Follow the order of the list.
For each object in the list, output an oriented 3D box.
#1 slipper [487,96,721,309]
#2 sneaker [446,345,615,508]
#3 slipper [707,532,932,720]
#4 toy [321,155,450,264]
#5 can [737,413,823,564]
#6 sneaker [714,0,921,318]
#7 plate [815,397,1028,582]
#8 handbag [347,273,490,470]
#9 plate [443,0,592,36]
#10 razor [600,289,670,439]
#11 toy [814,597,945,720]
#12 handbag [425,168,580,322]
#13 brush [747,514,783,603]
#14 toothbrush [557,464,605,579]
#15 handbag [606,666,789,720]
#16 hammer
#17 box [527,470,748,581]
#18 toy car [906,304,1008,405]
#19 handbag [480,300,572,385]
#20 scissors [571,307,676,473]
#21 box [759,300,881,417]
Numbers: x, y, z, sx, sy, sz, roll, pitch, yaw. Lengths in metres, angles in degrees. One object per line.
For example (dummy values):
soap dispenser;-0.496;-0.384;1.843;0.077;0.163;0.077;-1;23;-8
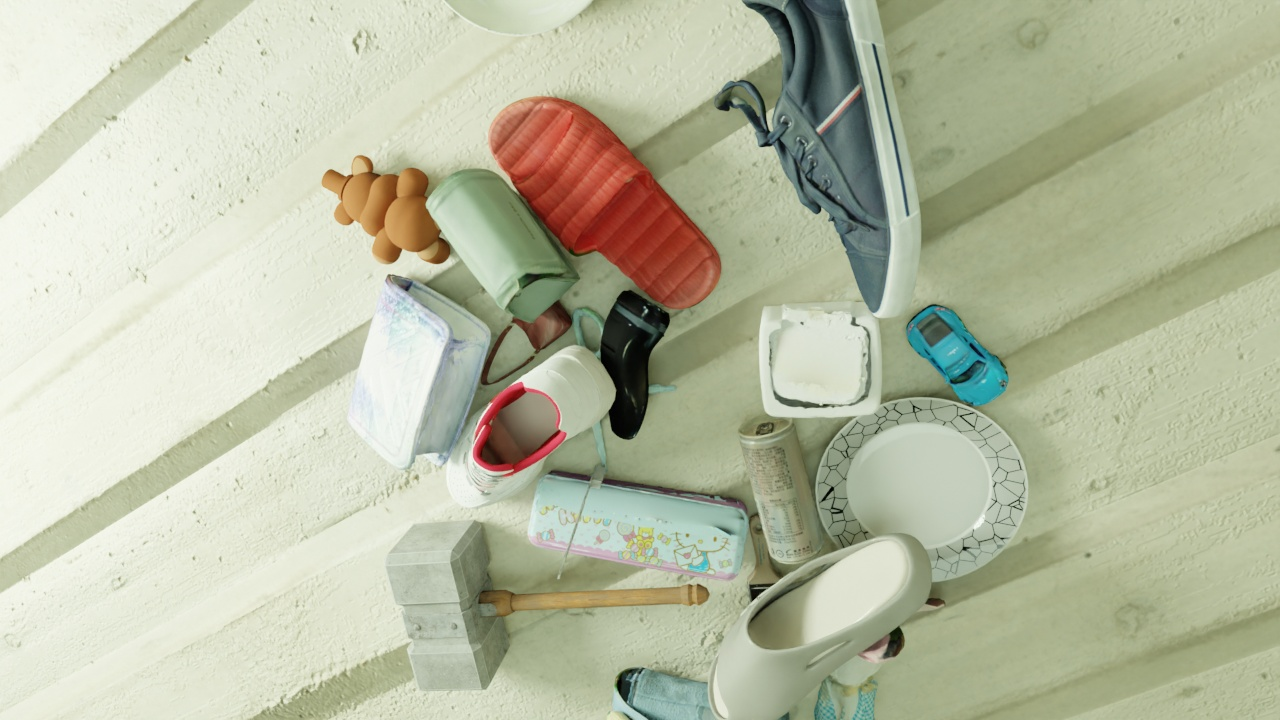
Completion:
slipper;-0.032;-0.137;0.811;0.249;0.059;0.104;40;111;-5
sneaker;-0.130;0.081;0.856;0.237;0.104;0.090;-37;88;35
slipper;0.141;0.239;0.844;0.080;0.112;0.266;33;120;-29
toy;-0.235;-0.141;0.856;0.128;0.065;0.095;28;104;10
can;0.133;0.122;0.866;0.054;0.054;0.136;-12;105;15
sneaker;0.142;-0.168;0.742;0.127;0.120;0.294;-16;102;3
plate;0.261;0.121;0.860;0.189;0.016;0.189;4;109;10
handbag;-0.219;0.012;0.888;0.126;0.069;0.159;33;112;32
plate;-0.100;-0.365;0.760;0.182;0.034;0.182;4;109;10
razor;-0.005;0.005;0.851;0.063;0.053;0.141;-9;116;-28
toy;0.206;0.302;0.906;0.106;0.130;0.206;33;124;32
handbag;-0.117;-0.100;0.802;0.067;0.106;0.122;-39;78;12
brush;0.126;0.224;0.924;0.039;0.012;0.151;-6;106;14
toothbrush;-0.051;0.143;0.831;0.010;0.181;0.010;10;114;3
handbag;0.055;0.393;0.939;0.192;0.118;0.122;7;109;14
hammer;-0.087;0.245;0.936;0.318;0.082;0.163;-6;107;13
box;-0.001;0.161;0.909;0.214;0.065;0.078;8;97;9
toy car;0.280;-0.003;0.807;0.048;0.032;0.105;-41;98;20
handbag;-0.119;-0.016;0.885;0.120;0.029;0.055;-45;75;27
scissors;-0.050;0.032;0.894;0.171;0.021;0.172;-7;103;9
box;0.158;0.002;0.803;0.107;0.091;0.102;-2;109;10
